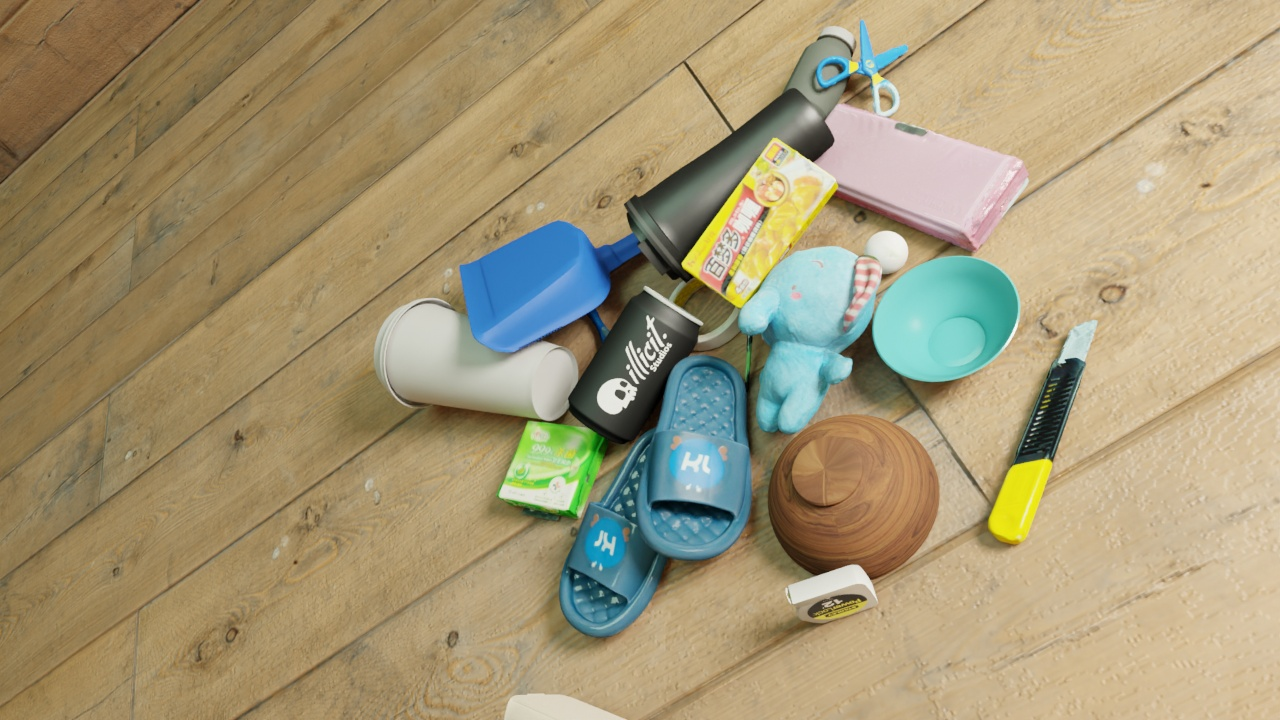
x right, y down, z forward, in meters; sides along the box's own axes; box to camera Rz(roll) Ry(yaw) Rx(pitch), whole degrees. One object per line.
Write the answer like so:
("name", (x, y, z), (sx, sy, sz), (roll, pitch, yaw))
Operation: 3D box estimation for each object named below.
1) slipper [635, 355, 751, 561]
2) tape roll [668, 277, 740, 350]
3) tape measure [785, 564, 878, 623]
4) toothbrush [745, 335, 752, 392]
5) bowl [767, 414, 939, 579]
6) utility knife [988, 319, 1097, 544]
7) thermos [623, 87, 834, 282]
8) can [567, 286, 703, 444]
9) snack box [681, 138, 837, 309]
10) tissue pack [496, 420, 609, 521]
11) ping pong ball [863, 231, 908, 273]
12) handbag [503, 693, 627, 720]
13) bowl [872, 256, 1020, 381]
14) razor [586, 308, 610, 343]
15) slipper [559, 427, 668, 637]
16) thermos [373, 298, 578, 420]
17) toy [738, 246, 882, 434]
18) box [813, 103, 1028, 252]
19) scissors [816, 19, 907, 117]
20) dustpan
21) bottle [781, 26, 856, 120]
("slipper", (0.058, 0.082, 0.836), (0.104, 0.059, 0.213), (14, 56, -3))
("tape roll", (0.071, -0.055, 0.963), (0.094, 0.019, 0.093), (-18, 53, 26))
("tape measure", (0.151, 0.186, 0.723), (0.064, 0.065, 0.016), (-24, 51, 18))
("toothbrush", (0.108, -0.062, 0.904), (0.017, 0.014, 0.188), (4, 85, 7))
("bowl", (0.165, 0.103, 0.763), (0.148, 0.069, 0.147), (-18, 53, 25))
("utility knife", (0.320, 0.051, 0.721), (0.029, 0.020, 0.197), (17, 74, 39))
("thermos", (0.091, -0.182, 0.946), (0.219, 0.106, 0.105), (-38, 47, 9))
("can", (-0.005, 0.005, 0.921), (0.080, 0.080, 0.146), (38, 98, 43))
("snack box", (0.114, -0.130, 0.884), (0.075, 0.025, 0.152), (38, 98, 14))
("tissue pack", (-0.092, 0.115, 0.962), (0.114, 0.034, 0.099), (4, 63, 35))
("ping pong ball", (0.231, -0.102, 0.865), (0.040, 0.040, 0.040), (-18, 53, 25))
("handbag", (-0.042, 0.388, 0.723), (0.195, 0.101, 0.197), (6, 78, 37))
("bowl", (0.266, -0.026, 0.789), (0.121, 0.046, 0.121), (-18, 53, 25))
("razor", (-0.057, -0.056, 1.055), (0.044, 0.018, 0.141), (-24, 50, -8))
("slipper", (-0.016, 0.153, 0.866), (0.104, 0.059, 0.213), (10, 67, 41))
("thermos", (-0.184, 0.006, 1.041), (0.222, 0.131, 0.131), (12, 69, 31))
("toy", (0.138, -0.024, 0.831), (0.184, 0.115, 0.180), (-5, 60, 66))
("box", (0.258, -0.184, 0.906), (0.233, 0.041, 0.098), (34, 92, 44))
("scissors", (0.246, -0.308, 0.976), (0.125, 0.016, 0.125), (-32, 82, -20))
("dustpan", (-0.074, -0.116, 1.042), (0.257, 0.059, 0.245), (-31, 28, 1))
("bottle", (0.197, -0.310, 1.009), (0.060, 0.060, 0.108), (14, 71, 40))
